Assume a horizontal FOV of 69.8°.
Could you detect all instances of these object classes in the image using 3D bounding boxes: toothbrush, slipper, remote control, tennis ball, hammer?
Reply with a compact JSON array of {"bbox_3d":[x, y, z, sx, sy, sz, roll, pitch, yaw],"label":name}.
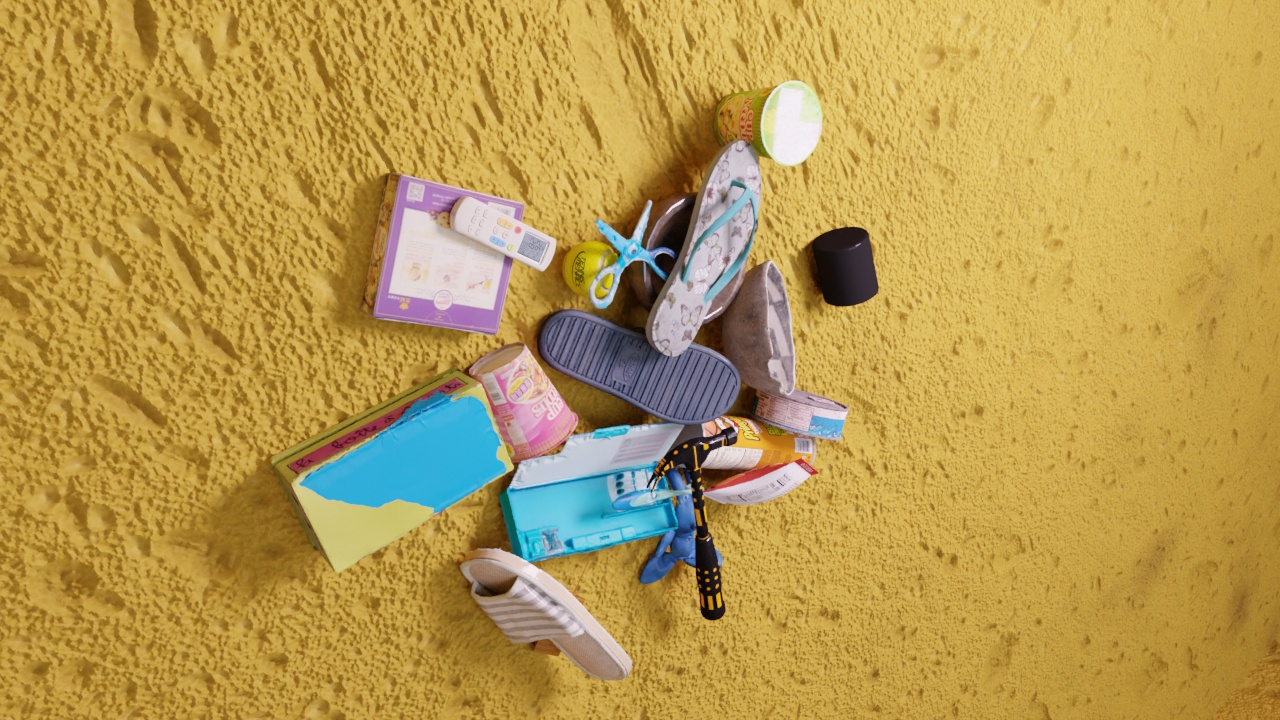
[{"bbox_3d":[0.020,0.167,1.133,0.135,0.017,0.022,-5,106,-32],"label":"toothbrush"},{"bbox_3d":[-0.111,0.319,1.108,0.272,0.115,0.053,46,41,-27],"label":"slipper"},{"bbox_3d":[-0.143,-0.132,0.963,0.125,0.018,0.038,23,90,-40],"label":"remote control"},{"bbox_3d":[0.092,-0.125,1.070,0.098,0.055,0.268,27,85,-45],"label":"slipper"},{"bbox_3d":[-0.056,-0.105,1.056,0.065,0.065,0.065,-11,110,-33],"label":"tennis ball"},{"bbox_3d":[-0.007,0.007,1.126,0.263,0.082,0.101,19,91,-19],"label":"slipper"},{"bbox_3d":[0.078,0.226,1.180,0.123,0.036,0.321,-23,129,-18],"label":"hammer"}]

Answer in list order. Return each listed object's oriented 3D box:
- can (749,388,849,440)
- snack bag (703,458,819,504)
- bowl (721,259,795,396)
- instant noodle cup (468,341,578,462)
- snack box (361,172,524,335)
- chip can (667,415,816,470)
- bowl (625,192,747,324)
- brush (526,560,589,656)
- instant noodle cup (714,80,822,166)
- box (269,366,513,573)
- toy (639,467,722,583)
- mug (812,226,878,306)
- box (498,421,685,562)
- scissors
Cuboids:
[{"bbox_3d":[0.219,0.070,1.267,0.129,0.130,0.044,9,98,-37],"label":"can"},{"bbox_3d":[0.162,0.168,1.240,0.130,0.144,0.039,36,37,-64],"label":"snack bag"},{"bbox_3d":[0.148,-0.037,1.198,0.178,0.081,0.178,-5,90,-71],"label":"bowl"},{"bbox_3d":[-0.136,0.042,1.032,0.097,0.098,0.109,-35,115,-23],"label":"instant noodle cup"},{"bbox_3d":[-0.205,-0.109,0.963,0.143,0.041,0.148,8,99,-37],"label":"snack box"},{"bbox_3d":[0.141,0.115,1.260,0.214,0.075,0.075,9,98,-37],"label":"chip can"},{"bbox_3d":[0.049,-0.126,1.123,0.162,0.070,0.162,-11,110,-33],"label":"bowl"},{"bbox_3d":[-0.099,0.318,1.184,0.048,0.017,0.126,27,87,-38],"label":"brush"},{"bbox_3d":[0.149,-0.290,1.122,0.098,0.108,0.099,-11,110,-34],"label":"instant noodle cup"},{"bbox_3d":[-0.256,0.110,0.971,0.220,0.083,0.124,-32,120,-27],"label":"box"},{"bbox_3d":[0.061,0.225,1.243,0.112,0.071,0.176,-2,105,-24],"label":"toy"},{"bbox_3d":[0.296,-0.142,1.302,0.113,0.078,0.088,-52,132,-46],"label":"mug"},{"bbox_3d":[-0.057,0.152,1.129,0.226,0.086,0.169,-5,105,-35],"label":"box"},{"bbox_3d":[-0.007,-0.114,1.034,0.139,0.011,0.134,21,90,-38],"label":"scissors"}]
